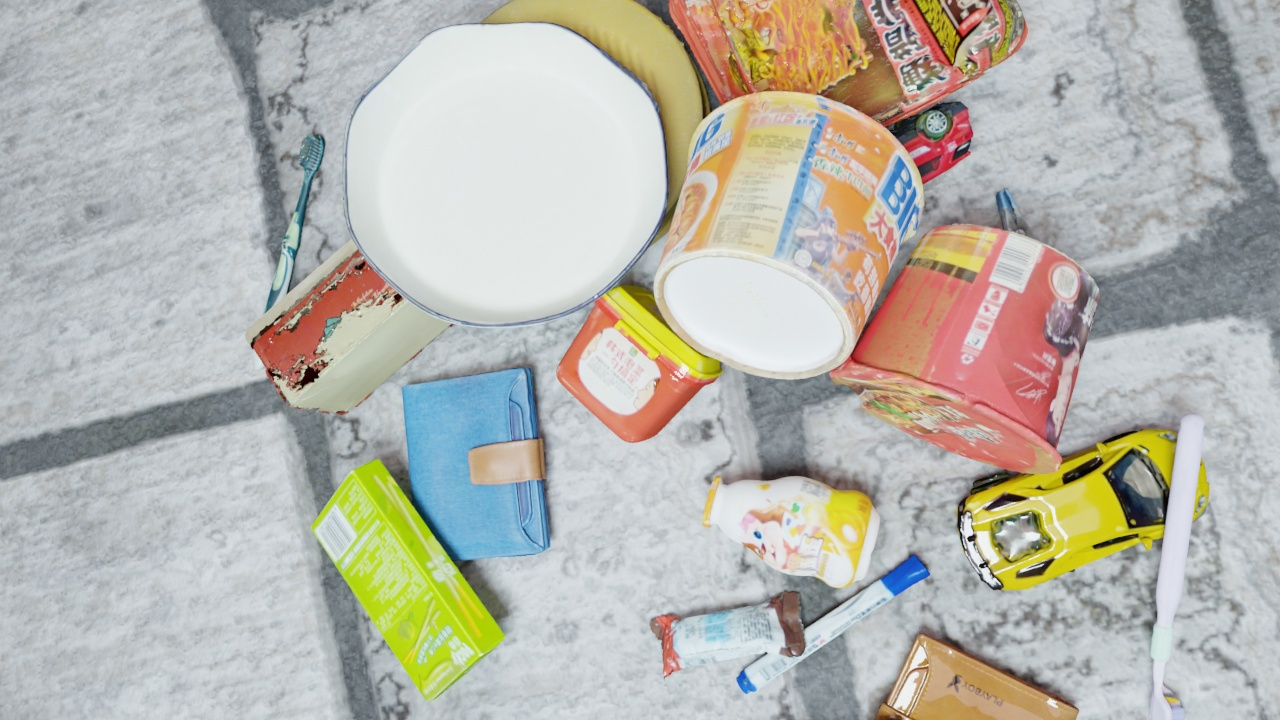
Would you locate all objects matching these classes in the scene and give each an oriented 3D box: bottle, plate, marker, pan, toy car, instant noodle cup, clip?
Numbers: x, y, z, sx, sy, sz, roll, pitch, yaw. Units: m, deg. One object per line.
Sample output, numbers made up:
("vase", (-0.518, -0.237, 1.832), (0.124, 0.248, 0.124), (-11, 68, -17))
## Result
("bottle", (0.096, 0.105, 0.594), (0.108, 0.063, 0.063), (14, 88, 13))
("plate", (-0.084, -0.116, 0.588), (0.205, 0.046, 0.204), (1, 78, -4))
("marker", (0.125, 0.175, 0.604), (0.146, 0.017, 0.017), (-36, 79, 7))
("pan", (-0.061, -0.242, 0.669), (0.198, 0.078, 0.357), (-11, 89, 8))
("toy car", (0.274, 0.090, 0.568), (0.156, 0.041, 0.071), (-22, 82, 7))
("instant noodle cup", (0.202, -0.009, 0.550), (0.138, 0.138, 0.108), (25, 82, 13))
("clip", (0.244, -0.085, 0.601), (0.028, 0.024, 0.056), (-20, 87, 13))
("instant noodle cup", (0.131, -0.219, 0.607), (0.189, 0.079, 0.164), (-26, 79, 7))
("toy car", (0.161, -0.129, 0.606), (0.120, 0.053, 0.045), (-25, 103, 4))
("instant noodle cup", (0.082, -0.066, 0.551), (0.151, 0.151, 0.111), (17, 61, 13))

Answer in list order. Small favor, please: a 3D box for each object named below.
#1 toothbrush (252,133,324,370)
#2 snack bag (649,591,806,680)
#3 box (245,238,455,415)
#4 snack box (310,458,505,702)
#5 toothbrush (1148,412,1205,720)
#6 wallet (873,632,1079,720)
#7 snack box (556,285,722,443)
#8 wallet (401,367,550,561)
("toothbrush", (-0.276, -0.085, 0.714), (0.016, 0.018, 0.191), (13, 88, 13))
("snack bag", (0.057, 0.183, 0.612), (0.105, 0.026, 0.045), (-14, 47, 12))
("box", (-0.182, -0.032, 0.651), (0.168, 0.091, 0.078), (-40, 75, 6))
("snack box", (-0.167, 0.155, 0.646), (0.156, 0.026, 0.086), (51, 127, 12))
("toothbrush", (0.317, 0.124, 0.541), (0.021, 0.029, 0.189), (5, 100, 29))
("wallet", (0.197, 0.252, 0.576), (0.108, 0.031, 0.132), (25, 89, 12))
("snack box", (-0.004, 0.004, 0.617), (0.091, 0.082, 0.080), (42, 104, 13))
("wallet", (-0.118, 0.076, 0.656), (0.106, 0.040, 0.133), (-8, 85, 15))
